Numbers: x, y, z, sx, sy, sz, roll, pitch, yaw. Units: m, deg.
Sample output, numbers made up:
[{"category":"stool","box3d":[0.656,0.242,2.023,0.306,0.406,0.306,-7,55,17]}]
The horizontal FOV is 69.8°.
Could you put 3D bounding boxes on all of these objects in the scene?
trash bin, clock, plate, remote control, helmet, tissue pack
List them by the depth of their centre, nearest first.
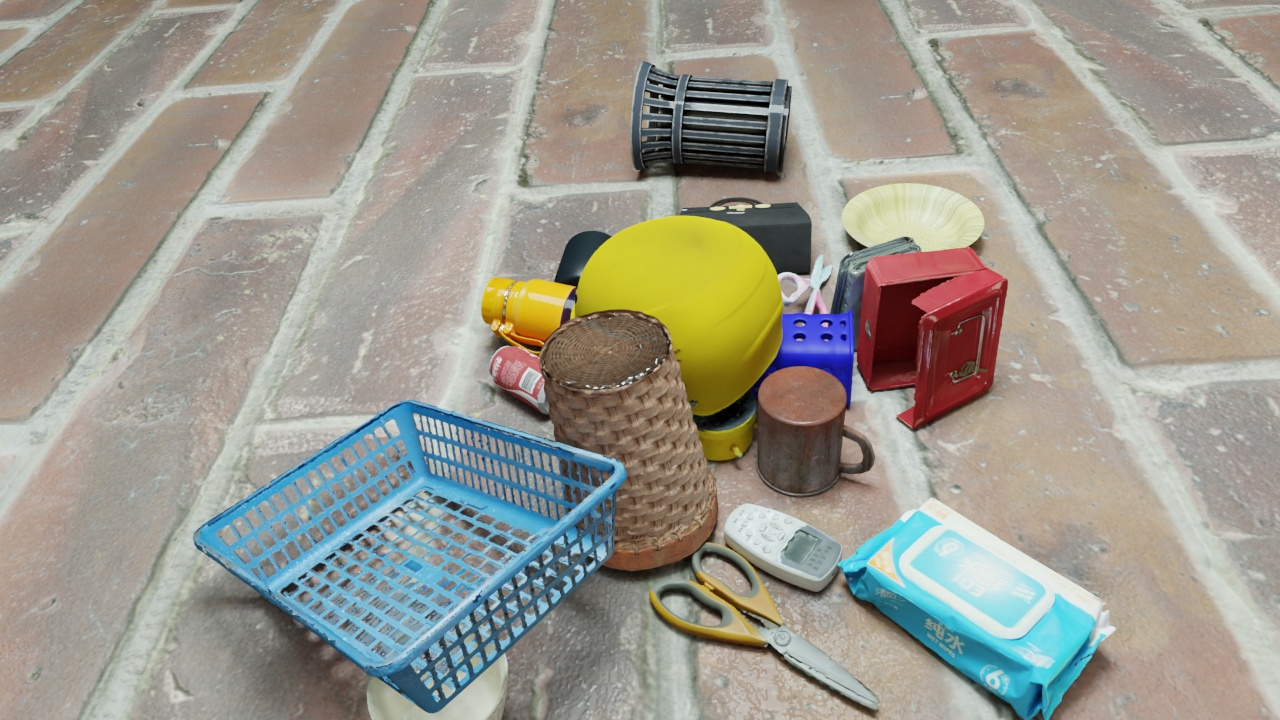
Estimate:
[{"category":"tissue pack","box3d":[0.287,0.206,0.801,0.116,0.066,0.209,-33,45,-28]},{"category":"trash bin","box3d":[-0.010,0.073,0.867,0.151,0.210,0.151,-7,37,5]},{"category":"remote control","box3d":[0.134,0.176,0.879,0.114,0.028,0.060,24,50,30]},{"category":"helmet","box3d":[0.036,-0.075,0.956,0.240,0.140,0.208,23,53,18]},{"category":"clock","box3d":[0.074,0.059,0.999,0.119,0.057,0.083,24,49,30]},{"category":"plate","box3d":[0.369,-0.179,1.253,0.184,0.036,0.184,-4,41,3]},{"category":"trash bin","box3d":[0.112,-0.368,1.416,0.227,0.164,0.163,7,42,9]}]

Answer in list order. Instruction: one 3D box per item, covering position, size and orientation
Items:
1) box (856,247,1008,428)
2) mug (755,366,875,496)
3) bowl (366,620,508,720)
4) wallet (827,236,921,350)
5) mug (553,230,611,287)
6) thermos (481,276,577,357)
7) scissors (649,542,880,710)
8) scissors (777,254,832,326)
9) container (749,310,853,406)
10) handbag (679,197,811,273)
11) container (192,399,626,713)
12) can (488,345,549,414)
[{"category":"box","box3d":[0.315,-0.036,1.007,0.136,0.157,0.126,-19,38,-17]},{"category":"mug","box3d":[0.178,0.075,0.932,0.123,0.110,0.096,12,49,21]},{"category":"bowl","box3d":[-0.163,0.282,0.767,0.115,0.063,0.115,-4,41,3]},{"category":"wallet","box3d":[0.275,-0.077,1.076,0.100,0.132,0.054,-21,47,-15]},{"category":"mug","box3d":[-0.081,-0.101,1.195,0.122,0.085,0.094,-21,34,27]},{"category":"thermos","box3d":[-0.078,-0.046,1.108,0.233,0.076,0.091,13,43,12]},{"category":"scissors","box3d":[0.106,0.246,0.810,0.113,0.016,0.229,-32,46,-28]},{"category":"scissors","box3d":[0.210,-0.104,1.163,0.101,0.016,0.178,41,40,-13]},{"category":"container","box3d":[0.180,-0.004,1.039,0.114,0.085,0.084,1,41,10]},{"category":"handbag","box3d":[0.141,-0.194,1.294,0.176,0.072,0.195,-2,30,5]},{"category":"container","box3d":[-0.204,0.161,0.822,0.363,0.089,0.256,10,37,45]},{"category":"can","box3d":[-0.129,0.021,1.072,0.097,0.054,0.053,27,51,33]}]
